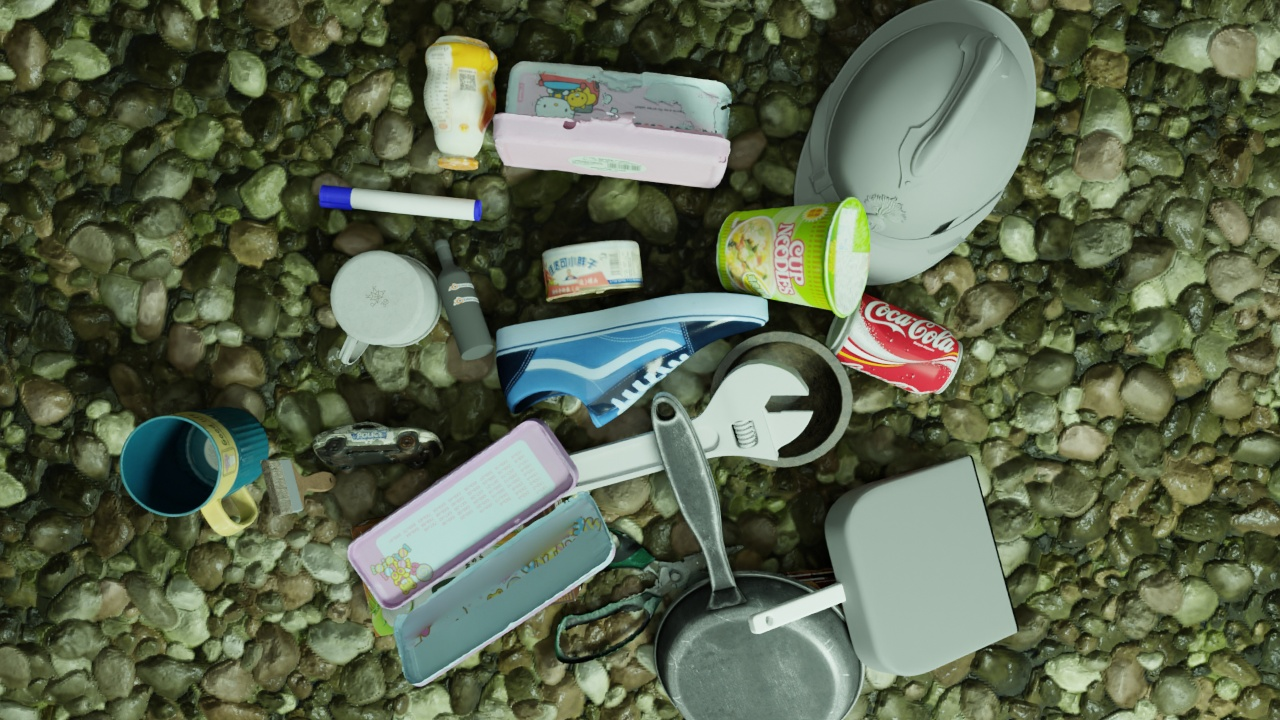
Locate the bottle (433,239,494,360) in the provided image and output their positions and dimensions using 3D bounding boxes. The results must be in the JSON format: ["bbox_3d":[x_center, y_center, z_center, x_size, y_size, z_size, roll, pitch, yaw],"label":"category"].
[{"bbox_3d":[-0.161,-0.057,0.814,0.030,0.030,0.113,-22,74,1],"label":"bottle"}]

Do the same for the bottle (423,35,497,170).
[{"bbox_3d":[-0.157,-0.222,0.800,0.063,0.063,0.109,3,95,0],"label":"bottle"}]

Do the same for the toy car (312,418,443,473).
[{"bbox_3d":[-0.234,0.074,0.824,0.113,0.048,0.040,-2,62,-1],"label":"toy car"}]

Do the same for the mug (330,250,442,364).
[{"bbox_3d":[-0.231,-0.042,0.804,0.084,0.070,0.113,37,90,-2],"label":"mug"}]

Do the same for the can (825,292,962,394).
[{"bbox_3d":[0.222,-0.013,0.808,0.105,0.064,0.064,22,92,-1],"label":"can"}]

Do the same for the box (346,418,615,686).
[{"bbox_3d":[-0.136,0.162,0.779,0.214,0.049,0.150,-34,70,7],"label":"box"}]

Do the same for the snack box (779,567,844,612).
[{"bbox_3d":[0.192,0.217,0.836,0.141,0.031,0.051,-6,93,0],"label":"snack box"}]

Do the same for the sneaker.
[{"bbox_3d":[-0.005,0.005,0.795,0.241,0.083,0.098,-10,81,9],"label":"sneaker"}]

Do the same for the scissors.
[{"bbox_3d":[0.003,0.223,0.844,0.210,0.015,0.146,5,90,1],"label":"scissors"}]

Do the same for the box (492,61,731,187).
[{"bbox_3d":[-0.021,-0.215,0.794,0.202,0.087,0.102,6,80,0],"label":"box"}]

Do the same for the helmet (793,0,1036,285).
[{"bbox_3d":[0.244,-0.191,0.772,0.183,0.117,0.271,31,94,-2],"label":"helmet"}]

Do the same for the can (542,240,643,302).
[{"bbox_3d":[-0.042,-0.077,0.794,0.086,0.086,0.043,-7,91,0],"label":"can"}]

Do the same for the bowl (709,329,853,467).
[{"bbox_3d":[0.125,0.028,0.811,0.121,0.056,0.121,3,104,11],"label":"bowl"}]

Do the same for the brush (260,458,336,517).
[{"bbox_3d":[-0.283,0.105,0.775,0.008,0.143,0.045,-16,84,-1],"label":"brush"}]

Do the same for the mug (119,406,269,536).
[{"bbox_3d":[-0.373,0.097,0.793,0.083,0.107,0.113,-31,92,-1],"label":"mug"}]

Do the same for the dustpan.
[{"bbox_3d":[0.205,0.189,0.784,0.257,0.033,0.163,-11,84,-29],"label":"dustpan"}]

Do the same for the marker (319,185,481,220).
[{"bbox_3d":[-0.215,-0.141,0.824,0.141,0.020,0.020,6,93,0],"label":"marker"}]

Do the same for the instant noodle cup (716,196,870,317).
[{"bbox_3d":[0.127,-0.089,0.778,0.108,0.098,0.099,7,93,32],"label":"instant noodle cup"}]

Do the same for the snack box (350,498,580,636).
[{"bbox_3d":[-0.156,0.179,0.824,0.186,0.031,0.101,-12,93,7],"label":"snack box"}]

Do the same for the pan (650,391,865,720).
[{"bbox_3d":[0.075,0.196,0.797,0.187,0.055,0.357,-17,105,16],"label":"pan"}]

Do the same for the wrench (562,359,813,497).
[{"bbox_3d":[0.015,0.068,0.804,0.274,0.018,0.087,-16,100,15],"label":"wrench"}]
